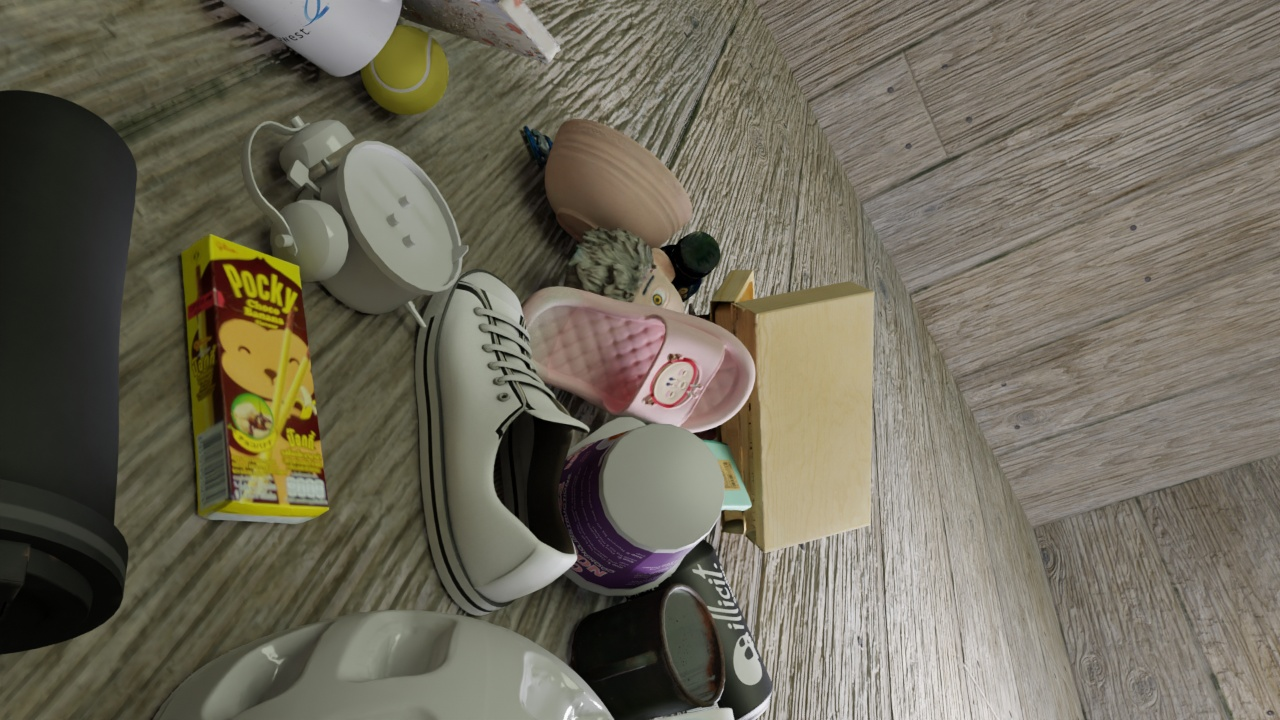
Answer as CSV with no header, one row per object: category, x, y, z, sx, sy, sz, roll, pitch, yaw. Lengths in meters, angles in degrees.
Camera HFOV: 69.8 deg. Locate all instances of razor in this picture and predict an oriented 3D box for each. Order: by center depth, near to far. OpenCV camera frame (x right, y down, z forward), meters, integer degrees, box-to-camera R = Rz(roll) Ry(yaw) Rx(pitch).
razor,-0.075,-0.217,0.962,0.140,0.018,0.044,-9,76,-65

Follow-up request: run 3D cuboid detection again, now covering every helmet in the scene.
helmet,-0.088,0.238,0.425,0.283,0.184,0.223,70,19,-45

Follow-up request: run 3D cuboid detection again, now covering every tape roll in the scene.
tape roll,0.019,0.256,0.625,0.094,0.094,0.019,27,45,-54

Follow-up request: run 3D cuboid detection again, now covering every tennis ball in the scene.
tennis ball,-0.179,-0.220,0.697,0.065,0.065,0.065,45,32,-38

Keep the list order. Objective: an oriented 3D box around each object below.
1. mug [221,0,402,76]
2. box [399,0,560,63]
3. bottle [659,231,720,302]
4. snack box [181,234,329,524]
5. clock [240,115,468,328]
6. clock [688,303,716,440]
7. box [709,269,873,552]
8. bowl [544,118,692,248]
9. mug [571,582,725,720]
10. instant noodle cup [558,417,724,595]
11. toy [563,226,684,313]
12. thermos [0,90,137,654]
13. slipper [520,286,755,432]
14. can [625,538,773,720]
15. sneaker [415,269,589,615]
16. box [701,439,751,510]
mug,-0.209,-0.255,0.604,0.096,0.120,0.083,29,59,-53
box,-0.164,-0.285,0.668,0.216,0.043,0.150,29,0,37
bottle,0.030,-0.082,0.896,0.056,0.161,0.056,4,77,-18
snack box,-0.204,0.010,0.484,0.061,0.026,0.148,22,49,-58
clock,-0.180,-0.092,0.583,0.159,0.061,0.119,37,37,-49
clock,0.046,0.029,0.926,0.110,0.062,0.156,29,58,-71
box,0.131,0.049,0.913,0.141,0.185,0.249,-20,114,-37
bowl,-0.034,-0.150,0.874,0.153,0.153,0.076,44,74,-39
mug,-0.002,0.209,0.640,0.111,0.081,0.085,13,56,-60
instant noodle cup,0.000,0.090,0.638,0.122,0.122,0.136,12,70,-12
toy,-0.004,-0.035,0.813,0.176,0.076,0.132,44,75,-31
thermos,-0.240,-0.003,0.341,0.105,0.106,0.218,36,33,-48
slipper,-0.004,0.004,0.755,0.221,0.107,0.055,18,18,-25
can,0.043,0.214,0.729,0.146,0.080,0.080,67,24,2
sneaker,-0.084,0.036,0.614,0.091,0.097,0.245,36,38,-47
box,0.043,0.103,0.798,0.188,0.080,0.077,19,89,-59
